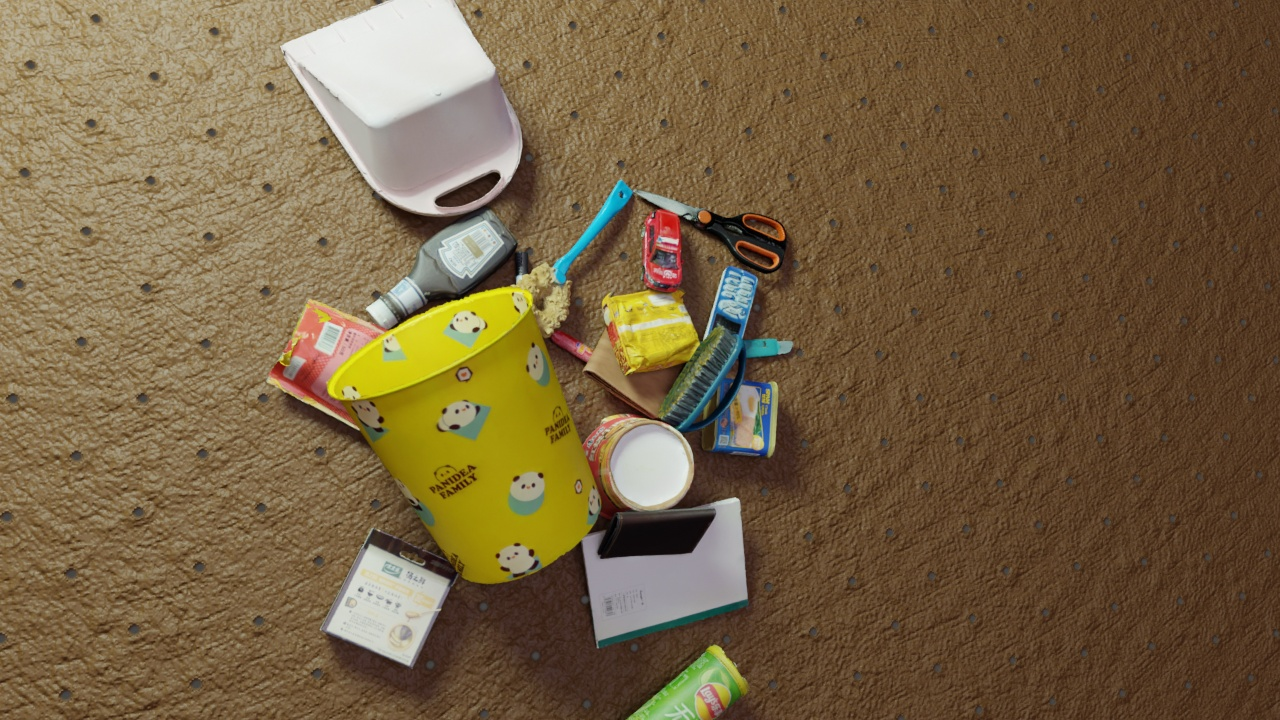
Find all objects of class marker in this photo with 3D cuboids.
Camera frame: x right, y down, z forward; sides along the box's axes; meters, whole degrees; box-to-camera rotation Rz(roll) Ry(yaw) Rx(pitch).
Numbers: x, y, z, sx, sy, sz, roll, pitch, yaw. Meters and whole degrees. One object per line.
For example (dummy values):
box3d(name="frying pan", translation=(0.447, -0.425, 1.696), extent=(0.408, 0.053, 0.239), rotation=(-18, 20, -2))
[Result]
box3d(name="marker", translation=(-0.146, -0.073, 1.149), extent=(0.018, 0.023, 0.130), rotation=(0, 82, -24))

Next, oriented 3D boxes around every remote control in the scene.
box3d(name="remote control", translation=(0.119, -0.063, 1.222), extent=(0.049, 0.024, 0.124), rotation=(21, 70, -10))

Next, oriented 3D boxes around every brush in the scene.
box3d(name="brush", translation=(0.085, 0.031, 1.142), extent=(0.073, 0.055, 0.144), rotation=(35, 88, -16))
box3d(name="brush", translation=(-0.081, -0.135, 1.161), extent=(0.083, 0.046, 0.254), rotation=(44, 65, -22))

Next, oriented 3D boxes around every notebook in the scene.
box3d(name="notebook", translation=(0.035, 0.265, 1.147), extent=(0.209, 0.012, 0.150), rotation=(-11, 103, -17))

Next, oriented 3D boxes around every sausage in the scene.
box3d(name="sausage", translation=(-0.053, 0.003, 1.170), extent=(0.156, 0.020, 0.020), rotation=(33, 75, -11))

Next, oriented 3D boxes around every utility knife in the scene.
box3d(name="utility knife", translation=(0.128, -0.017, 1.231), extent=(0.171, 0.013, 0.029), rotation=(-3, 80, -18))

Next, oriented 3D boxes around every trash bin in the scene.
box3d(name="trash bin", translation=(-0.172, 0.084, 0.997), extent=(0.229, 0.230, 0.255), rotation=(-31, 113, -19))

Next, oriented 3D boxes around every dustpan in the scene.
box3d(name="dustpan", translation=(-0.277, -0.310, 1.128), extent=(0.222, 0.139, 0.273), rotation=(-28, 57, -16))

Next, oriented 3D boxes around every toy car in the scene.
box3d(name="toy car", translation=(0.029, -0.142, 1.184), extent=(0.053, 0.045, 0.120), rotation=(9, 59, -15))

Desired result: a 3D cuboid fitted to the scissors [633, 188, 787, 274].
box3d(name="scissors", translation=(0.098, -0.198, 1.245), extent=(0.235, 0.022, 0.124), rotation=(38, 64, -5))

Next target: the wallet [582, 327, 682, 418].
box3d(name="wallet", translation=(-0.007, 0.007, 1.170), extent=(0.115, 0.020, 0.101), rotation=(35, 56, -13))

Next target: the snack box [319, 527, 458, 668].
box3d(name="snack box", translation=(-0.283, 0.269, 1.046), extent=(0.113, 0.053, 0.125), rotation=(28, 75, -12))

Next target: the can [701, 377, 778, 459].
box3d(name="can", translation=(0.129, 0.074, 1.198), extent=(0.083, 0.057, 0.102), rotation=(7, 81, -14))

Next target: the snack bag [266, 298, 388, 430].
box3d(name="snack bag", translation=(-0.312, 0.021, 1.067), extent=(0.207, 0.073, 0.128), rotation=(26, 84, -18))

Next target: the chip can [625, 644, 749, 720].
box3d(name="chip can", translation=(0.027, 0.442, 1.111), extent=(0.221, 0.073, 0.072), rotation=(-34, 94, -18))

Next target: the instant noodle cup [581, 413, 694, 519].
box3d(name="instant noodle cup", translation=(-0.001, 0.132, 1.122), extent=(0.137, 0.109, 0.138), rotation=(2, 83, -17))

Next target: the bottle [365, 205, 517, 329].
box3d(name="bottle", translation=(-0.243, -0.106, 1.112), extent=(0.194, 0.044, 0.080), rotation=(-40, 92, -17))

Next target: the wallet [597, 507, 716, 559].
box3d(name="wallet", translation=(0.019, 0.206, 1.086), extent=(0.122, 0.097, 0.020), rotation=(1, 51, -20))

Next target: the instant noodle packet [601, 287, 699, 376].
box3d(name="instant noodle packet", translation=(0.017, -0.038, 1.165), extent=(0.128, 0.044, 0.110), rotation=(-9, 75, -35))
